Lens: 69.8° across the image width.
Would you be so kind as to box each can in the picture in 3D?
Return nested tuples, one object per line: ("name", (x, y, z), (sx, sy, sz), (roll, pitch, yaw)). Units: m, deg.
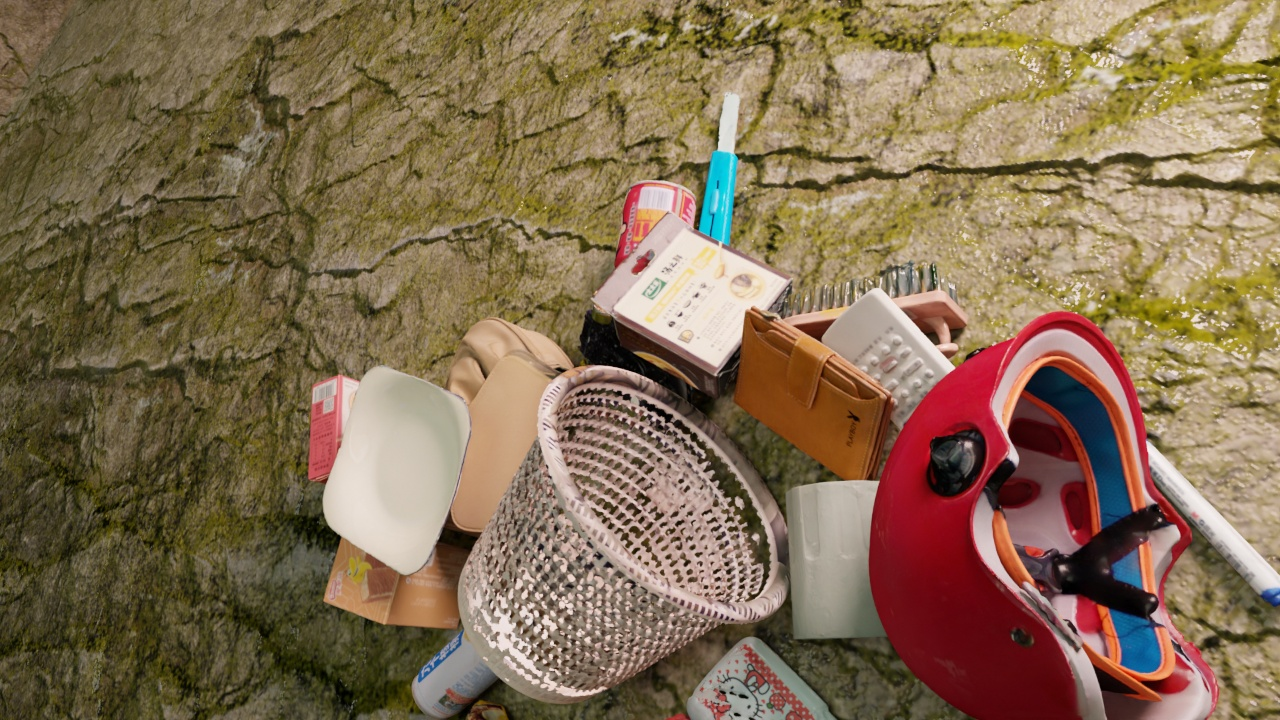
("can", (0.013, -0.108, 0.837), (0.067, 0.066, 0.093), (-2, 72, 35))
("can", (-0.143, 0.263, 0.821), (0.135, 0.053, 0.053), (-44, 54, 14))

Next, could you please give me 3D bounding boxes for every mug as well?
("mug", (0.164, 0.139, 0.635), (0.124, 0.084, 0.103), (-6, 73, 10))

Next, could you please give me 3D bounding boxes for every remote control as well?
("remote control", (0.195, 0.020, 0.648), (0.150, 0.021, 0.058), (50, 125, 13))

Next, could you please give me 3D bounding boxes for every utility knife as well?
("utility knife", (0.072, -0.157, 0.845), (0.034, 0.018, 0.207), (-3, 70, 35))

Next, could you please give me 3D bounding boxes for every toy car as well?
("toy car", (-0.005, 0.005, 0.818), (0.158, 0.042, 0.070), (40, 126, 39))

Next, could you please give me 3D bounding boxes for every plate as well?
("plate", (-0.212, 0.096, 0.826), (0.164, 0.034, 0.163), (19, 91, 36))

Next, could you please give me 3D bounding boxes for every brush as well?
("brush", (0.168, -0.026, 0.701), (0.146, 0.063, 0.073), (-9, 70, 33))

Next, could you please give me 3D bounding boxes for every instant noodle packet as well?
("instant noodle packet", (-0.150, 0.370, 0.783), (0.128, 0.044, 0.111), (-55, 32, 5))

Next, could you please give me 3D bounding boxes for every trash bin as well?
("trash bin", (-0.030, 0.148, 0.699), (0.193, 0.227, 0.227), (-49, 52, 26))

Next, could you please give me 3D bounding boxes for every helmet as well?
("helmet", (0.217, 0.103, 0.542), (0.144, 0.206, 0.239), (-23, 56, 47))

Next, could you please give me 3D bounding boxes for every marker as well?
("marker", (0.339, 0.087, 0.567), (0.017, 0.017, 0.145), (-42, 54, 16))

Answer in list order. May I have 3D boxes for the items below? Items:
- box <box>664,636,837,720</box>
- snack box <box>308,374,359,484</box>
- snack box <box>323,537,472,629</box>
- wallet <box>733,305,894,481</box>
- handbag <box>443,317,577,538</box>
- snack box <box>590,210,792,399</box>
("box", (0.094, 0.315, 0.643), (0.161, 0.050, 0.201), (-52, 53, 3))
("snack box", (-0.282, 0.092, 0.944), (0.044, 0.113, 0.127), (-19, 63, 27))
("snack box", (-0.229, 0.207, 0.877), (0.094, 0.092, 0.077), (5, 77, 36))
("wallet", (0.127, 0.022, 0.684), (0.035, 0.119, 0.131), (-34, 52, -27))
("handbag", (-0.141, 0.065, 0.861), (0.148, 0.099, 0.204), (19, 91, 44))
("snack box", (0.044, -0.048, 0.760), (0.126, 0.053, 0.113), (30, 66, 24))
